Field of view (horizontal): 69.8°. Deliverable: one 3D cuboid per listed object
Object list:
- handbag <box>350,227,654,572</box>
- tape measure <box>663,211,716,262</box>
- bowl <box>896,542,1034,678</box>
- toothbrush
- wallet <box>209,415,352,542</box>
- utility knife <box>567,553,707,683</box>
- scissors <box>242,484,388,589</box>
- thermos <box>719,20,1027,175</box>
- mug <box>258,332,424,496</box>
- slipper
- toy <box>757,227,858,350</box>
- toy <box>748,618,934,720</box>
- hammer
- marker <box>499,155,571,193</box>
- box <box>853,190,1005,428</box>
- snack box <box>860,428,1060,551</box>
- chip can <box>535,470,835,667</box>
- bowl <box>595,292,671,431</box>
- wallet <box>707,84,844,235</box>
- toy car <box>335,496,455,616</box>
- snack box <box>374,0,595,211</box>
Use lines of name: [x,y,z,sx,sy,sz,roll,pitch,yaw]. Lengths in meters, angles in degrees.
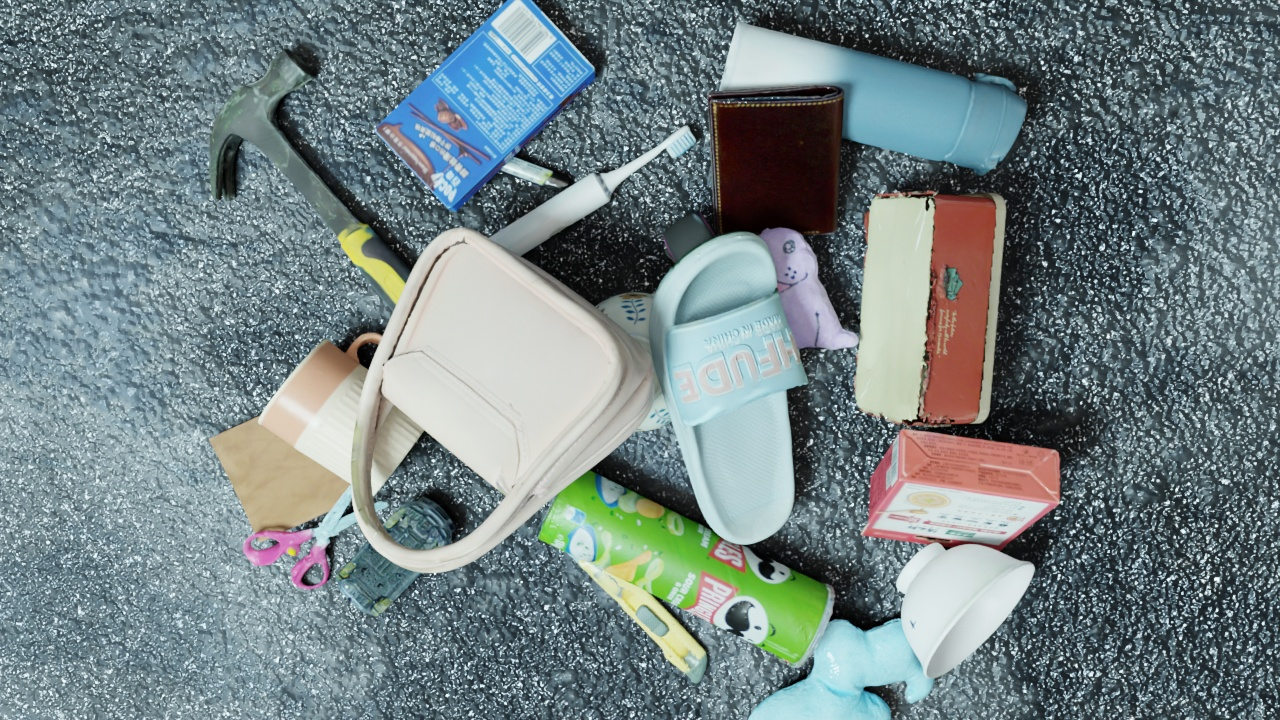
handbag: [-0.121,0.042,0.659,0.193,0.093,0.234,35,87,25]
tape measure: [0.043,-0.083,0.709,0.039,0.057,0.058,-32,102,9]
bowl: [0.241,0.182,0.717,0.118,0.118,0.065,-53,53,9]
toothbrush: [-0.055,-0.123,0.728,0.221,0.026,0.026,-30,107,8]
wallet: [-0.297,0.089,0.785,0.115,0.020,0.101,-23,94,5]
utility knife: [-0.004,0.206,0.779,0.031,0.019,0.173,-45,88,3]
scissors: [-0.265,0.153,0.780,0.137,0.017,0.096,-25,120,8]
thermos: [0.169,-0.195,0.679,0.220,0.070,0.070,14,99,3]
mug: [-0.227,0.036,0.742,0.106,0.082,0.114,38,64,-10]
slipper: [0.073,0.029,0.679,0.104,0.074,0.245,-16,108,-18]
toy: [0.114,-0.051,0.716,0.084,0.038,0.108,-20,96,34]
toy: [0.161,0.287,0.755,0.161,0.050,0.156,-1,98,-3]
hammer: [-0.223,-0.087,0.746,0.126,0.032,0.323,-40,93,9]
marker: [-0.114,-0.161,0.735,0.124,0.015,0.018,21,100,-1]
box: [0.203,-0.039,0.676,0.079,0.091,0.168,-1,98,-20]
snack box: [0.239,0.103,0.703,0.113,0.127,0.044,8,62,3]
chip can: [0.034,0.163,0.738,0.236,0.072,0.072,26,99,1]
bowl: [-0.004,0.004,0.724,0.113,0.062,0.113,0,98,4]
wallet: [0.100,-0.144,0.682,0.096,0.020,0.122,0,135,9]
toy car: [-0.208,0.167,0.779,0.054,0.036,0.121,44,109,-3]
snack box: [-0.119,-0.200,0.712,0.157,0.026,0.084,-44,92,0]
